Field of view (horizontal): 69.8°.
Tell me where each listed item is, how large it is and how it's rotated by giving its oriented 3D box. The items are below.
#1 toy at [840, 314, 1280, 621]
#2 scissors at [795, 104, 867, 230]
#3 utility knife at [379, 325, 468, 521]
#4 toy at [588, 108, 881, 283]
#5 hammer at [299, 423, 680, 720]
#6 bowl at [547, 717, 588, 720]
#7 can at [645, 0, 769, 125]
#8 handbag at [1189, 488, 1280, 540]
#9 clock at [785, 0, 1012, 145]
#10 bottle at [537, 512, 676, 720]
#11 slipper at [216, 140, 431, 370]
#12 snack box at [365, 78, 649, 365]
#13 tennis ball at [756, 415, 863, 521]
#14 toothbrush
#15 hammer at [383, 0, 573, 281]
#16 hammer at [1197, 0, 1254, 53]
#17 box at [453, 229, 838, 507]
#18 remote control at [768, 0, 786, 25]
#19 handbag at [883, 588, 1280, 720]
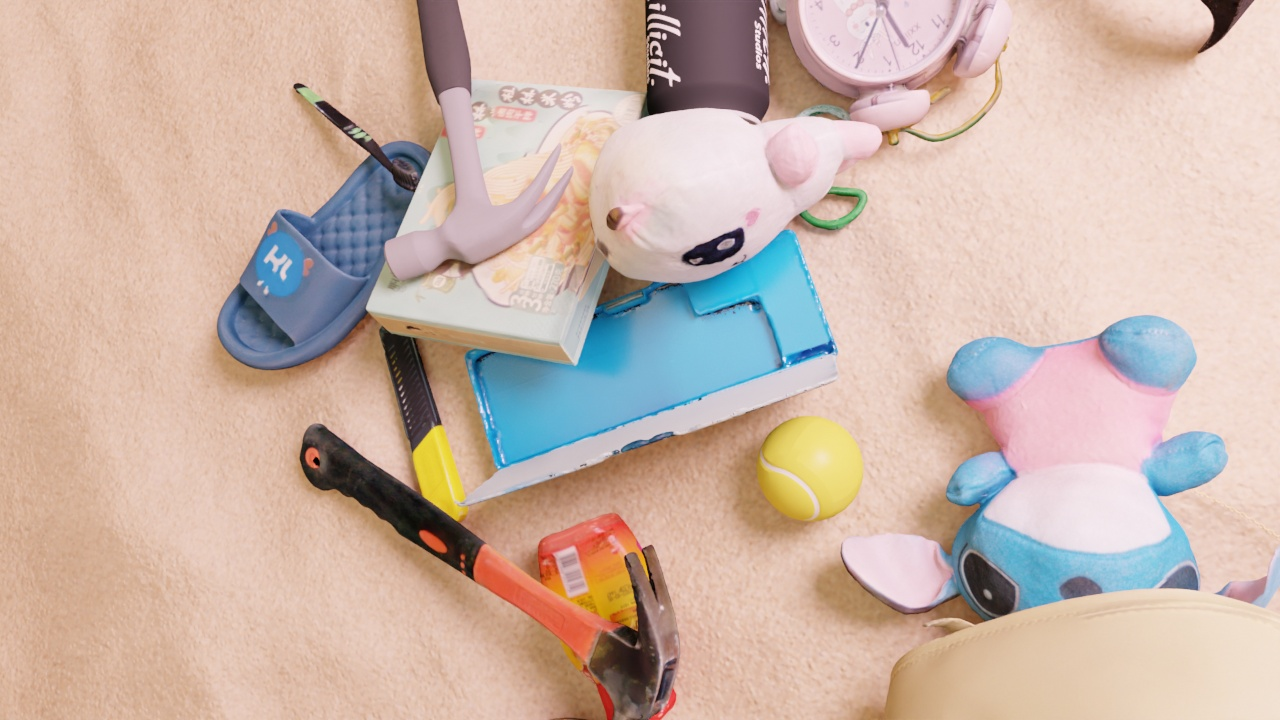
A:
[{"bbox_3d":[0.232,0.075,0.523,0.224,0.098,0.191,-4,79,30],"label":"toy"},{"bbox_3d":[0.091,-0.132,0.622,0.131,0.012,0.112,12,86,18],"label":"scissors"},{"bbox_3d":[-0.162,0.036,0.671,0.029,0.020,0.174,-20,81,11],"label":"utility knife"},{"bbox_3d":[0.055,-0.107,0.553,0.179,0.139,0.101,-16,86,-3],"label":"toy"},{"bbox_3d":[-0.117,0.128,0.612,0.333,0.033,0.133,25,106,28],"label":"hammer"},{"bbox_3d":[-0.069,0.296,0.556,0.160,0.094,0.159,-10,60,18],"label":"bowl"},{"bbox_3d":[0.043,-0.219,0.607,0.080,0.080,0.146,-3,83,15],"label":"can"},{"bbox_3d":[0.338,0.133,0.527,0.178,0.027,0.084,42,98,20],"label":"handbag"},{"bbox_3d":[0.160,-0.209,0.574,0.117,0.058,0.158,-35,95,18],"label":"clock"},{"bbox_3d":[-0.019,0.172,0.603,0.071,0.048,0.134,-23,79,14],"label":"bottle"},{"bbox_3d":[-0.230,-0.077,0.677,0.214,0.059,0.104,-43,68,3],"label":"slipper"},{"bbox_3d":[-0.083,-0.099,0.622,0.141,0.044,0.193,10,69,19],"label":"snack box"},{"bbox_3d":[0.105,0.067,0.571,0.065,0.065,0.065,-2,84,15],"label":"tennis ball"},{"bbox_3d":[-0.215,-0.172,0.684,0.014,0.017,0.188,-31,54,-28],"label":"toothbrush"},{"bbox_3d":[-0.129,-0.201,0.638,0.125,0.029,0.310,-19,62,8],"label":"hammer"},{"bbox_3d":[0.224,-0.298,0.572,0.330,0.120,0.033,41,95,25],"label":"hammer"},{"bbox_3d":[-0.003,0.004,0.582,0.244,0.113,0.114,-20,80,12],"label":"box"},{"bbox_3d":[0.150,-0.263,0.613,0.133,0.022,0.050,-12,81,14],"label":"remote control"},{"bbox_3d":[0.240,0.192,0.464,0.191,0.233,0.088,21,49,-7],"label":"handbag"}]
